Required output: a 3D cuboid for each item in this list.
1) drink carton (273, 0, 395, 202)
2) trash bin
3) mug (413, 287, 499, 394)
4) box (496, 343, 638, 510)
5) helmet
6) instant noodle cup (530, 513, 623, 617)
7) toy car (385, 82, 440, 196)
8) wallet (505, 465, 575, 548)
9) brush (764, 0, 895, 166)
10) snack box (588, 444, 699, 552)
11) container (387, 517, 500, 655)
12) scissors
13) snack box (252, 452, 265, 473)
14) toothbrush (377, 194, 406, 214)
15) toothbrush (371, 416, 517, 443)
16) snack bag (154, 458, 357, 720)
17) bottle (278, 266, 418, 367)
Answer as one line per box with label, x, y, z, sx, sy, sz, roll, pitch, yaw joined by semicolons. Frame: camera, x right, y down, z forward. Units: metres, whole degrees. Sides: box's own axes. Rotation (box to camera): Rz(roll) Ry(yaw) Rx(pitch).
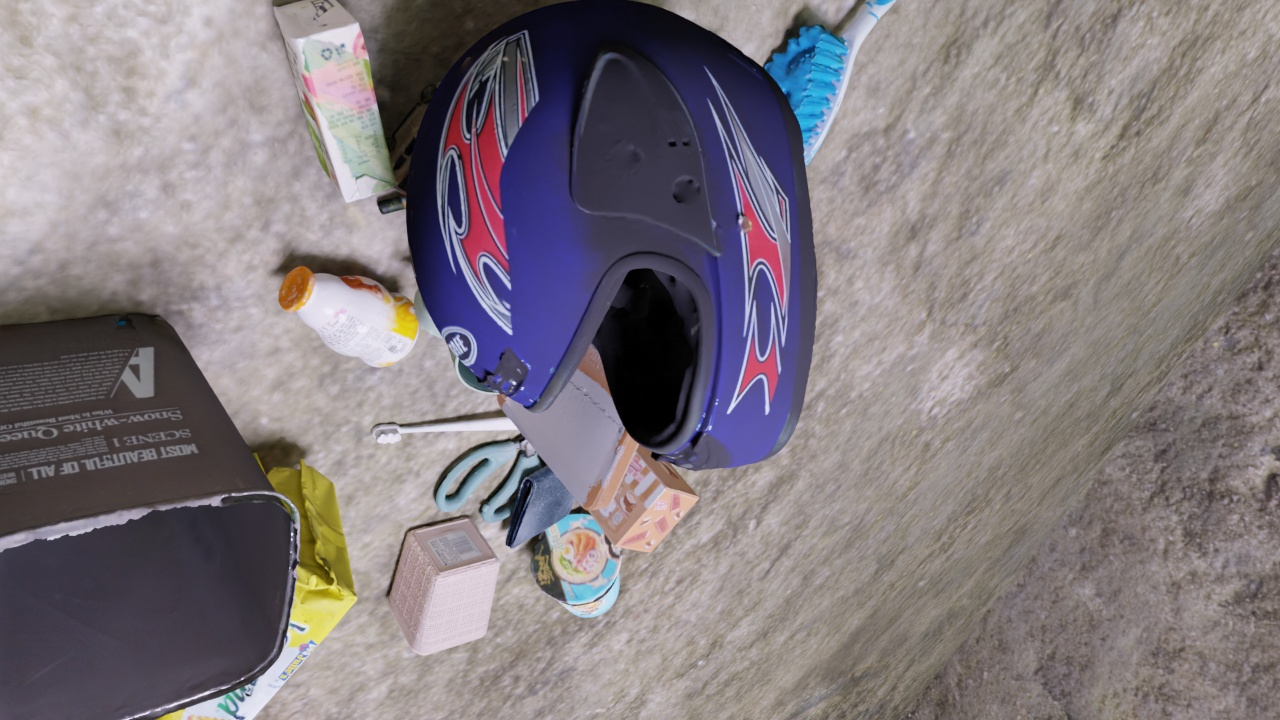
drink carton;-0.198;-0.172;0.607;0.045;0.053;0.123;-26;142;-21
trash bin;-0.356;0.095;0.598;0.198;0.219;0.199;-8;133;-36
mug;-0.134;-0.040;0.749;0.111;0.106;0.082;11;129;-39
box;0.003;0.000;0.860;0.157;0.180;0.218;-1;125;-44
helmet;-0.032;-0.078;0.616;0.240;0.315;0.248;-4;173;-18
instant noodle cup;-0.070;0.263;1.131;0.111;0.111;0.121;-32;150;-13
toy car;-0.155;-0.162;0.673;0.090;0.035;0.042;-50;145;7
wallet;-0.103;0.156;1.041;0.097;0.019;0.121;-24;146;-44
brush;0.183;-0.292;0.836;0.109;0.060;0.315;-3;127;-48
snack box;-0.004;0.160;1.088;0.094;0.093;0.077;-50;143;11
container;-0.210;0.239;0.989;0.089;0.090;0.111;-8;129;-37
scissors;-0.132;0.114;0.991;0.179;0.019;0.161;-40;143;-5
snack box;-0.367;0.150;0.801;0.086;0.033;0.141;-17;139;-29
toothbrush;-0.119;-0.149;0.730;0.185;0.012;0.017;-21;126;-20
toothbrush;-0.172;0.066;0.895;0.179;0.016;0.016;-2;128;-36
snack bag;-0.329;0.206;0.741;0.247;0.158;0.068;-48;128;9
bottle;-0.225;-0.036;0.712;0.063;0.063;0.108;-48;144;9
